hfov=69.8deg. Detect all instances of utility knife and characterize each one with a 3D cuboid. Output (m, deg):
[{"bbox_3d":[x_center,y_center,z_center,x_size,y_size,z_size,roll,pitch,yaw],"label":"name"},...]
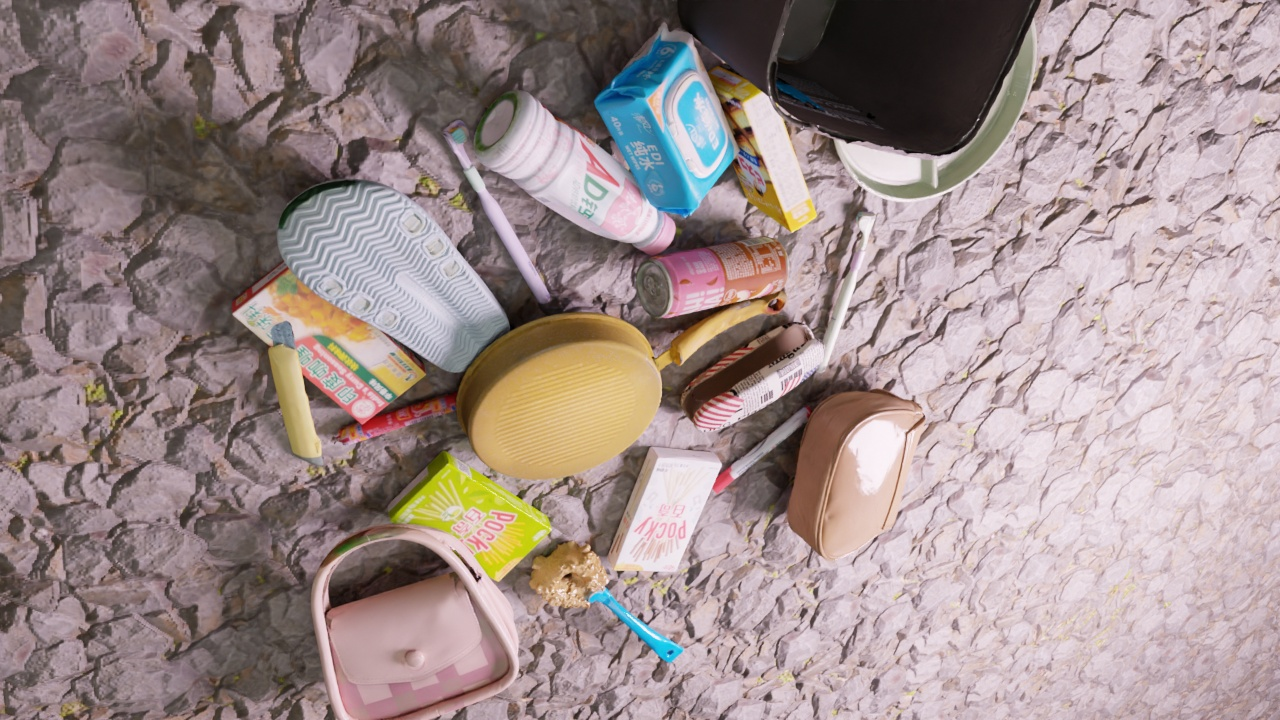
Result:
[{"bbox_3d":[-0.301,0.033,0.798,0.031,0.019,0.177,4,138,-4],"label":"utility knife"}]

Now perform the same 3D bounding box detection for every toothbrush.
[{"bbox_3d":[0.216,-0.069,0.984,0.029,0.020,0.190,-27,136,-49],"label":"toothbrush"},{"bbox_3d":[-0.121,-0.122,0.803,0.021,0.029,0.189,-3,133,26],"label":"toothbrush"}]

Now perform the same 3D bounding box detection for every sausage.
[{"bbox_3d":[-0.213,0.051,0.865,0.155,0.020,0.020,-18,125,-13],"label":"sausage"}]

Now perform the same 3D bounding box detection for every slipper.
[{"bbox_3d":[-0.196,-0.072,0.770,0.104,0.074,0.245,-40,143,2],"label":"slipper"}]

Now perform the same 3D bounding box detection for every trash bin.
[{"bbox_3d":[0.150,-0.286,0.698,0.198,0.219,0.199,6,115,-27],"label":"trash bin"}]

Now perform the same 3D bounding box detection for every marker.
[{"bbox_3d":[0.139,0.102,1.054,0.145,0.017,0.017,-39,127,2],"label":"marker"}]

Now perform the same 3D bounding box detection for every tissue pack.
[{"bbox_3d":[0.026,-0.199,0.771,0.089,0.063,0.140,-55,133,-29],"label":"tissue pack"}]

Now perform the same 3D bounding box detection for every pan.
[{"bbox_3d":[-0.005,0.005,0.904,0.357,0.078,0.198,-16,139,-10],"label":"pan"}]

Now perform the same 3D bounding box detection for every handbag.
[{"bbox_3d":[-0.238,0.256,0.930,0.193,0.093,0.234,-17,121,-6],"label":"handbag"},{"bbox_3d":[0.245,0.126,1.070,0.147,0.100,0.205,-9,123,-28],"label":"handbag"}]

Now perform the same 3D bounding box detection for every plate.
[{"bbox_3d":[0.280,-0.266,0.887,0.230,0.027,0.231,-11,124,-18],"label":"plate"}]

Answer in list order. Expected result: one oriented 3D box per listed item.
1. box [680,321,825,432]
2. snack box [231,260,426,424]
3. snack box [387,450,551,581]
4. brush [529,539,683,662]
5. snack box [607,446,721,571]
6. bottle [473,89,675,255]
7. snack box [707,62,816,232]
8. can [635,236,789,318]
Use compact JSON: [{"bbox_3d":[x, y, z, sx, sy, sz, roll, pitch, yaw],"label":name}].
[{"bbox_3d":[0.126,0.028,0.968,0.163,0.076,0.075,-31,132,-7],"label":"box"},{"bbox_3d":[-0.266,-0.018,0.796,0.077,0.027,0.156,-37,127,3],"label":"snack box"},{"bbox_3d":[-0.173,0.163,0.948,0.086,0.026,0.156,-43,127,6],"label":"snack box"},{"bbox_3d":[-0.030,0.291,1.070,0.083,0.046,0.254,-44,121,1],"label":"brush"},{"bbox_3d":[0.026,0.171,1.040,0.084,0.027,0.157,8,115,-28],"label":"snack box"},{"bbox_3d":[-0.049,-0.151,0.790,0.196,0.068,0.068,30,104,-39],"label":"bottle"},{"bbox_3d":[0.105,-0.190,0.819,0.033,0.087,0.140,-34,127,-3],"label":"snack box"},{"bbox_3d":[0.071,-0.080,0.869,0.147,0.058,0.058,-14,125,-31],"label":"can"}]
